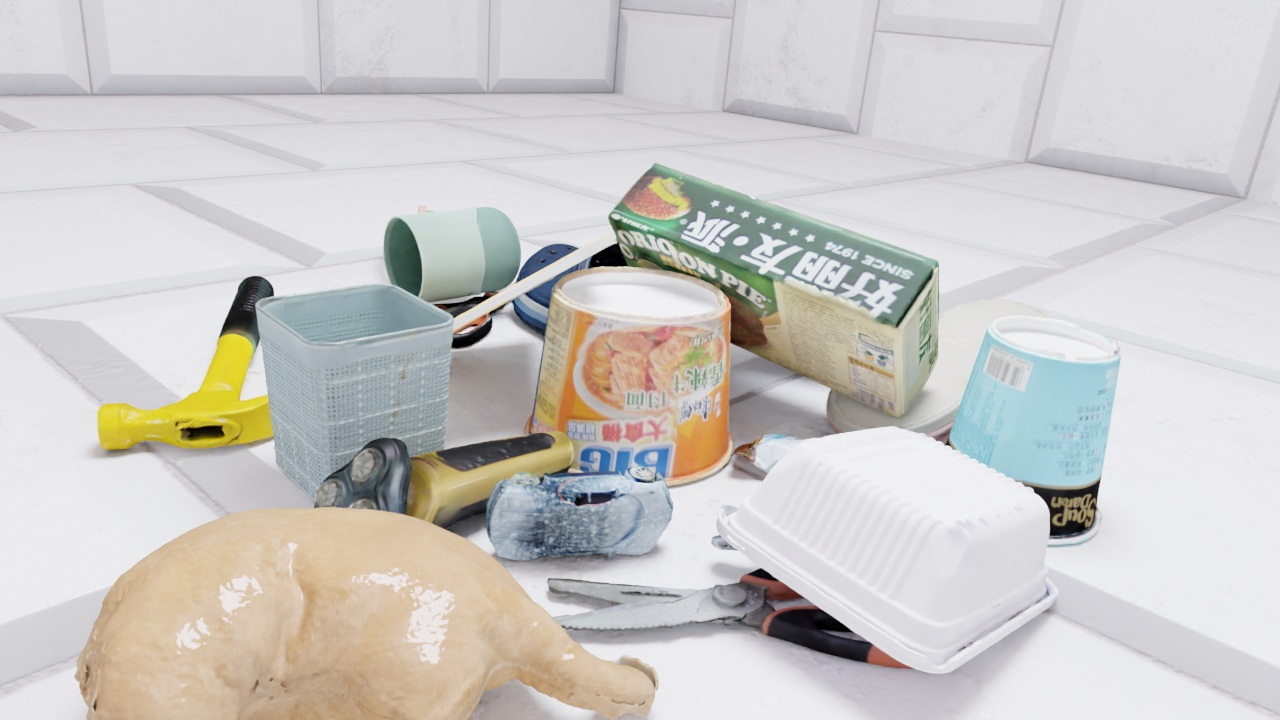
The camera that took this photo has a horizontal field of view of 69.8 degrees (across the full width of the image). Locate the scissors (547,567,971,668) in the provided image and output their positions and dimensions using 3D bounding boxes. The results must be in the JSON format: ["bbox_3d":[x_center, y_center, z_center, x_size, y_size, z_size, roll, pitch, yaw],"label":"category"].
[{"bbox_3d":[0.064,0.122,0.480,0.197,0.015,0.213,19,26,33],"label":"scissors"}]

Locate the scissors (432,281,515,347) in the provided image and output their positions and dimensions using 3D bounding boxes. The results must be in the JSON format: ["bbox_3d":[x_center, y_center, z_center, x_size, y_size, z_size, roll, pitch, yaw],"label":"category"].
[{"bbox_3d":[-0.165,-0.061,0.895,0.125,0.022,0.234,5,21,1],"label":"scissors"}]

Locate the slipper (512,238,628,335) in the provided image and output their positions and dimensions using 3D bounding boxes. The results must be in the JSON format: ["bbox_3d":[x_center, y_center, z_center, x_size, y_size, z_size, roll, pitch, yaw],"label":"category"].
[{"bbox_3d":[-0.035,-0.061,0.830,0.105,0.095,0.253,-7,28,-35],"label":"slipper"}]

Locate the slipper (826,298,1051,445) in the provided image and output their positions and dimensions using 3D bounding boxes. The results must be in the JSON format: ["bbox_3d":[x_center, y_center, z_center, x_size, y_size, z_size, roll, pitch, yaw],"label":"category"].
[{"bbox_3d":[0.246,0.015,0.740,0.114,0.054,0.273,18,34,40],"label":"slipper"}]

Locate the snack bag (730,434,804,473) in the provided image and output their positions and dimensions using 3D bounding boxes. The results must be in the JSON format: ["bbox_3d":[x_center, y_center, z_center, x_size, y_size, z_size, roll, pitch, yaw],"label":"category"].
[{"bbox_3d":[0.114,0.067,0.618,0.104,0.026,0.048,10,10,13],"label":"snack bag"}]

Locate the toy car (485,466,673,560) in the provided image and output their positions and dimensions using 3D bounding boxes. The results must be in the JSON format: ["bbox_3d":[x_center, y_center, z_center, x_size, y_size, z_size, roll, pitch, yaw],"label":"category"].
[{"bbox_3d":[-0.031,0.086,0.503,0.105,0.049,0.031,-1,26,-15],"label":"toy car"}]

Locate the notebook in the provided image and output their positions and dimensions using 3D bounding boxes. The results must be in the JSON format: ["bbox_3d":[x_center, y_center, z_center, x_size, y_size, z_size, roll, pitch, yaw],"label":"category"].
[{"bbox_3d":[-0.106,-0.044,0.687,0.145,0.010,0.206,-31,7,-17],"label":"notebook"}]

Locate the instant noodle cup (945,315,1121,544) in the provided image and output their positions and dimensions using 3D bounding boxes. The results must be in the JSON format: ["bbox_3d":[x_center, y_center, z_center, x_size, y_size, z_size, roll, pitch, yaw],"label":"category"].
[{"bbox_3d":[0.254,0.038,0.592,0.111,0.121,0.111,4,21,-2],"label":"instant noodle cup"}]

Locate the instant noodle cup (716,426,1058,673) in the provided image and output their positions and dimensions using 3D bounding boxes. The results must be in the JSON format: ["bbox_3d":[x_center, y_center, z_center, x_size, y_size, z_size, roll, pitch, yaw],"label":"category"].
[{"bbox_3d":[0.140,0.083,0.483,0.138,0.060,0.173,30,19,37],"label":"instant noodle cup"}]

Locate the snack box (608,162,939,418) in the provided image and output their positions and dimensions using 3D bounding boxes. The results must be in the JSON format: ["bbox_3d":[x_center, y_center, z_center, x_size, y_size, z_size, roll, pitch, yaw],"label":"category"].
[{"bbox_3d":[0.095,-0.054,0.669,0.240,0.114,0.063,26,67,31],"label":"snack box"}]

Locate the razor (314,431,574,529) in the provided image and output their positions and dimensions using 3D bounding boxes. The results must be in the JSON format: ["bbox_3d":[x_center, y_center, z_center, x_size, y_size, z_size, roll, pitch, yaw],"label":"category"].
[{"bbox_3d":[-0.102,0.066,0.527,0.062,0.068,0.167,21,20,34],"label":"razor"}]

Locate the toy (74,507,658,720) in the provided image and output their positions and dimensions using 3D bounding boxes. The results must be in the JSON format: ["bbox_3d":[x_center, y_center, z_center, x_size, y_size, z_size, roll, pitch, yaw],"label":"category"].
[{"bbox_3d":[-0.105,0.112,0.386,0.225,0.083,0.143,1,27,-18],"label":"toy"}]

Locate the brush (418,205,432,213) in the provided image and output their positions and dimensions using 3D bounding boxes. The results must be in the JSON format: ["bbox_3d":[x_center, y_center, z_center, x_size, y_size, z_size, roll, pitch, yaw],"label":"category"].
[{"bbox_3d":[-0.234,-0.117,0.971,0.073,0.063,0.145,4,22,-14],"label":"brush"}]

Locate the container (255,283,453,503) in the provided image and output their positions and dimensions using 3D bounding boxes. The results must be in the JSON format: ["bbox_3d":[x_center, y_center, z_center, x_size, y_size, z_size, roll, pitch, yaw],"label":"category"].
[{"bbox_3d":[-0.170,0.022,0.550,0.089,0.112,0.090,-13,28,-41],"label":"container"}]

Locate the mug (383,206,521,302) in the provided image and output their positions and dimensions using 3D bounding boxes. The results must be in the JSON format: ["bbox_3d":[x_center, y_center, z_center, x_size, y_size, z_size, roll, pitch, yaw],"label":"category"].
[{"bbox_3d":[-0.181,-0.102,0.864,0.106,0.082,0.112,-15,22,-36],"label":"mug"}]

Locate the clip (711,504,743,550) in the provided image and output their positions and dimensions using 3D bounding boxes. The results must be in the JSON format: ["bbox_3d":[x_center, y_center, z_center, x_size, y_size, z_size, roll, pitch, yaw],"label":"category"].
[{"bbox_3d":[0.067,0.098,0.502,0.057,0.028,0.024,11,21,5],"label":"clip"}]

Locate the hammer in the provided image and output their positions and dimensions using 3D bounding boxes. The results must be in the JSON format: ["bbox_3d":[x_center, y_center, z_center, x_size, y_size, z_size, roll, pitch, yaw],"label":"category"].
[{"bbox_3d":[-0.312,-0.009,0.709,0.128,0.033,0.300,-1,22,-17],"label":"hammer"}]

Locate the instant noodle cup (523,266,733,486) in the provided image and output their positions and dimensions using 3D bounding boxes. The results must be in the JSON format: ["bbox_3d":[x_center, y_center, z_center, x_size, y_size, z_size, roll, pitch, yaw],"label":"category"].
[{"bbox_3d":[-0.004,0.004,0.636,0.151,0.111,0.151,5,21,-2],"label":"instant noodle cup"}]
